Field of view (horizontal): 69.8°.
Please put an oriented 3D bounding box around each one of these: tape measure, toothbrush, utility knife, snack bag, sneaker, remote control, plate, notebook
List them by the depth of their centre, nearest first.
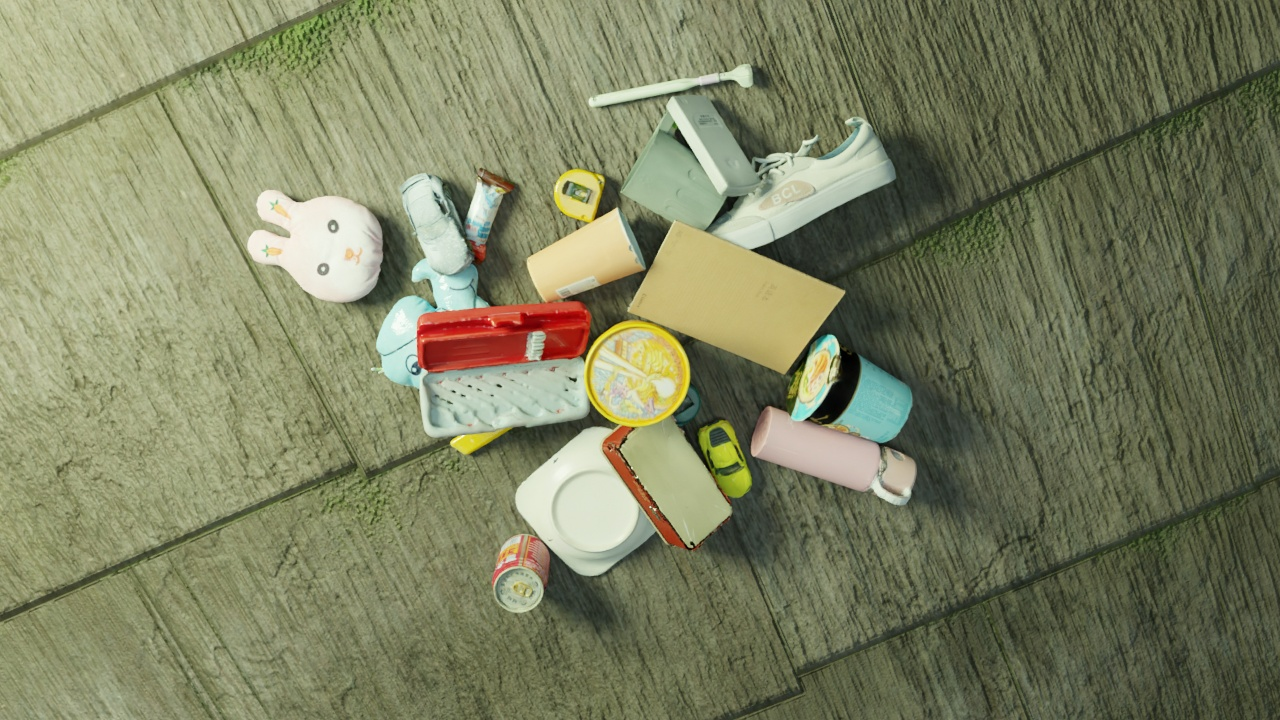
[{"bbox_3d":[0.081,-0.241,1.024,0.056,0.019,0.135,-15,68,-37],"label":"remote control"},{"bbox_3d":[0.165,-0.198,1.047,0.242,0.089,0.091,-26,100,3],"label":"sneaker"},{"bbox_3d":[0.034,-0.312,1.052,0.189,0.020,0.029,-10,75,1],"label":"toothbrush"},{"bbox_3d":[-0.072,-0.194,1.067,0.057,0.029,0.060,17,101,-5],"label":"tape measure"},{"bbox_3d":[-0.186,-0.168,1.070,0.048,0.026,0.104,24,100,-16],"label":"snack bag"},{"bbox_3d":[0.108,-0.070,1.070,0.211,0.012,0.150,22,135,-8],"label":"notebook"},{"bbox_3d":[-0.166,0.069,1.129,0.154,0.015,0.033,-31,96,5],"label":"utility knife"},{"bbox_3d":[0.046,0.051,1.129,0.054,0.025,0.058,-39,102,7],"label":"tape measure"},{"bbox_3d":[-0.058,0.183,1.149,0.164,0.034,0.164,-41,101,6],"label":"plate"}]

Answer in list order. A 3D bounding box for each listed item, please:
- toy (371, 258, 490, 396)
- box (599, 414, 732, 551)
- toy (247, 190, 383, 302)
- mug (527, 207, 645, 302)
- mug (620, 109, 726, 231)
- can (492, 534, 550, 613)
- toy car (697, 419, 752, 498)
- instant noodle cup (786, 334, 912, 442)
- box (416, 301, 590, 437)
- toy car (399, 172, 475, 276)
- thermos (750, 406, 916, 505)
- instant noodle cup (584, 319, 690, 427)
[{"bbox_3d":[-0.250,-0.035,1.085,0.156,0.050,0.161,-20,98,0],"label":"toy"},{"bbox_3d":[0.037,0.141,1.108,0.091,0.078,0.168,-39,103,-21],"label":"box"},{"bbox_3d":[-0.375,-0.134,1.058,0.159,0.054,0.121,16,101,2],"label":"toy"},{"bbox_3d":[-0.064,-0.116,1.065,0.123,0.078,0.078,-24,102,8],"label":"mug"},{"bbox_3d":[0.051,-0.218,1.049,0.103,0.084,0.123,31,75,-10],"label":"mug"},{"bbox_3d":[-0.146,0.262,1.132,0.066,0.093,0.066,-1,102,-3],"label":"can"},{"bbox_3d":[0.107,0.125,1.145,0.048,0.032,0.105,-22,104,2],"label":"toy car"},{"bbox_3d":[0.255,0.043,1.101,0.120,0.111,0.111,24,100,-14],"label":"instant noodle cup"},{"bbox_3d":[-0.157,0.007,1.071,0.201,0.065,0.160,-6,113,-18],"label":"box"},{"bbox_3d":[-0.234,-0.155,1.050,0.054,0.036,0.120,-26,86,15],"label":"toy car"},{"bbox_3d":[0.238,0.123,1.123,0.198,0.087,0.067,20,121,-6],"label":"thermos"},{"bbox_3d":[-0.006,0.006,1.071,0.118,0.114,0.118,-1,102,-3],"label":"instant noodle cup"}]
